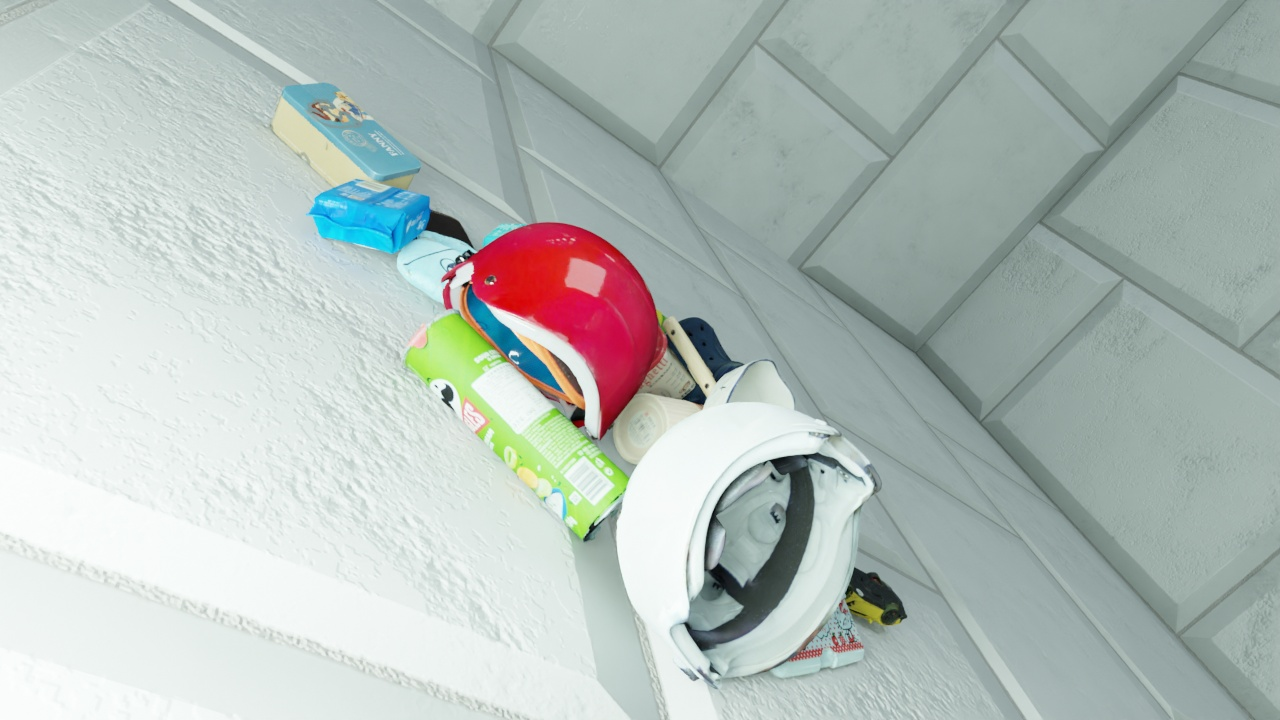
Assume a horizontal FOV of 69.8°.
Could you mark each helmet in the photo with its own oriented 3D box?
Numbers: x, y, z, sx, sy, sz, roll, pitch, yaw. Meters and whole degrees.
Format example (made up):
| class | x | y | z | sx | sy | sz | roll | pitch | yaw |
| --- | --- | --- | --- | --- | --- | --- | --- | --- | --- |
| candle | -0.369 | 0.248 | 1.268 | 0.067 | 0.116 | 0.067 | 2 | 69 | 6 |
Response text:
| class | x | y | z | sx | sy | sz | roll | pitch | yaw |
| --- | --- | --- | --- | --- | --- | --- | --- | --- | --- |
| helmet | 0.073 | 0.139 | 0.768 | 0.146 | 0.229 | 0.259 | 32 | -12 | 39 |
| helmet | -0.076 | -0.045 | 0.872 | 0.207 | 0.143 | 0.240 | 51 | -17 | -24 |

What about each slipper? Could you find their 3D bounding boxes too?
| class | x | y | z | sx | sy | sz | roll | pitch | yaw |
| --- | --- | --- | --- | --- | --- | --- | --- | --- | --- |
| slipper | 0.099 | 0.047 | 1.160 | 0.105 | 0.095 | 0.252 | -12 | 63 | -32 |

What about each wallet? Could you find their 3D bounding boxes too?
| class | x | y | z | sx | sy | sz | roll | pitch | yaw |
| --- | --- | --- | --- | --- | --- | --- | --- | --- | --- |
| wallet | 0.067 | 0.007 | 1.086 | 0.115 | 0.024 | 0.087 | 58 | -1 | 17 |
| wallet | -0.246 | -0.149 | 1.143 | 0.096 | 0.020 | 0.122 | 15 | 30 | -42 |

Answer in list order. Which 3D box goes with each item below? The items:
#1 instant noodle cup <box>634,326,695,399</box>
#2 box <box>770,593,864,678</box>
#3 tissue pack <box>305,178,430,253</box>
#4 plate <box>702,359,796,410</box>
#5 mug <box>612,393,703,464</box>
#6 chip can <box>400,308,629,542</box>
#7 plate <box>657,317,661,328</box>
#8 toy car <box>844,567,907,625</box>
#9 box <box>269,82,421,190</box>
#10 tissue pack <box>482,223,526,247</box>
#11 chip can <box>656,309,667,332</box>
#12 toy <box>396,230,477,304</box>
| class | x | y | z | sx | sy | sz | roll | pitch | yaw |
| --- | --- | --- | --- | --- | --- | --- | --- | --- | --- |
| instant noodle cup | -0.007 | 0.006 | 1.108 | 0.124 | 0.116 | 0.116 | 39 | 12 | -46 |
| box | 0.151 | 0.240 | 0.931 | 0.200 | 0.059 | 0.161 | 14 | 33 | -52 |
| tissue pack | -0.286 | -0.154 | 0.982 | 0.095 | 0.052 | 0.157 | 14 | 19 | -2 |
| plate | 0.121 | 0.102 | 1.032 | 0.046 | 0.204 | 0.204 | 0 | -6 | 33 |
| mug | 0.021 | 0.079 | 1.035 | 0.115 | 0.081 | 0.105 | 18 | 2 | 40 |
| chip can | -0.108 | 0.056 | 0.817 | 0.236 | 0.072 | 0.072 | 42 | 17 | 11 |
| plate | -0.047 | -0.062 | 1.217 | 0.179 | 0.024 | 0.179 | 26 | 42 | -26 |
| toy car | 0.249 | 0.268 | 1.072 | 0.155 | 0.041 | 0.071 | 29 | 20 | -25 |
| box | -0.348 | -0.253 | 1.095 | 0.184 | 0.062 | 0.089 | 39 | 33 | 8 |
| tissue pack | -0.154 | -0.149 | 1.215 | 0.093 | 0.050 | 0.133 | 2 | 18 | 2 |
| chip can | 0.086 | 0.008 | 1.342 | 0.221 | 0.073 | 0.072 | 32 | 19 | -22 |
| toy | -0.217 | -0.103 | 1.026 | 0.161 | 0.050 | 0.156 | 41 | 25 | 29 |
